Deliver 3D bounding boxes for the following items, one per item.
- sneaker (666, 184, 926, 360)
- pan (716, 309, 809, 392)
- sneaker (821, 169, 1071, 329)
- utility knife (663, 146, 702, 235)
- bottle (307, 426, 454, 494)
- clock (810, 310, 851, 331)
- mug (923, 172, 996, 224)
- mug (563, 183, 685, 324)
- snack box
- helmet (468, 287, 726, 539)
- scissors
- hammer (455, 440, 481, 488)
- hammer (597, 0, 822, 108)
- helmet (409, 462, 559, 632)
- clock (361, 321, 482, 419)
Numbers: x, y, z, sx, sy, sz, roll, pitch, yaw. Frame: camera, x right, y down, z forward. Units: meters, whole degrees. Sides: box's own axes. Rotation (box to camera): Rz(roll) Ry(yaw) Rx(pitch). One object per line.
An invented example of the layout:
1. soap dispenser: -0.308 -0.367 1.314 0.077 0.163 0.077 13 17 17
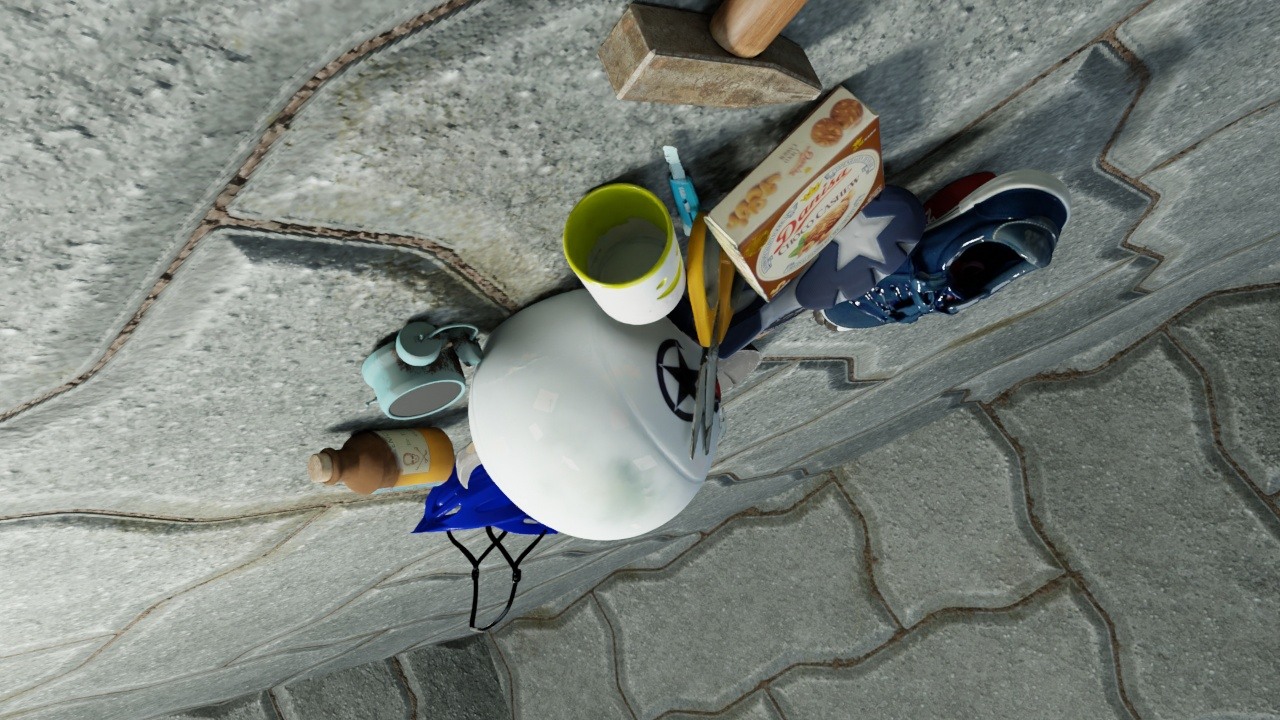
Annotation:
1. sneaker: 0.158 -0.089 0.916 0.270 0.103 0.132 -30 176 25
2. pan: 0.107 -0.015 1.139 0.207 0.040 0.358 -2 153 -47
3. sneaker: 0.275 -0.071 0.897 0.120 0.127 0.295 31 151 -18
4. utility knife: 0.032 -0.134 0.728 0.022 0.015 0.158 -2 165 13
5. bottle: -0.280 0.109 0.985 0.068 0.067 0.156 -34 159 34
6. clock: 0.268 -0.068 1.160 0.122 0.043 0.091 -11 160 -33
7. mug: 0.361 -0.141 0.961 0.080 0.096 0.117 -16 162 -20
8. mug: -0.009 -0.081 0.722 0.082 0.082 0.106 -23 164 3
9. snack box: 0.130 -0.128 0.741 0.143 0.041 0.147 -44 160 4
10. helmet: -0.040 0.076 0.860 0.237 0.163 0.264 -21 124 19
11. scissors: 0.068 -0.027 0.811 0.016 0.225 0.165 9 -158 24
12. hammer: -0.102 0.147 1.131 0.119 0.030 0.331 -29 149 18
13. hammer: 0.117 -0.240 0.470 0.157 0.037 0.302 -8 158 -38
14. helmet: -0.179 0.230 1.208 0.241 0.227 0.148 -5 173 -35
15. clock: -0.188 0.005 0.810 0.124 0.053 0.089 -37 158 33
